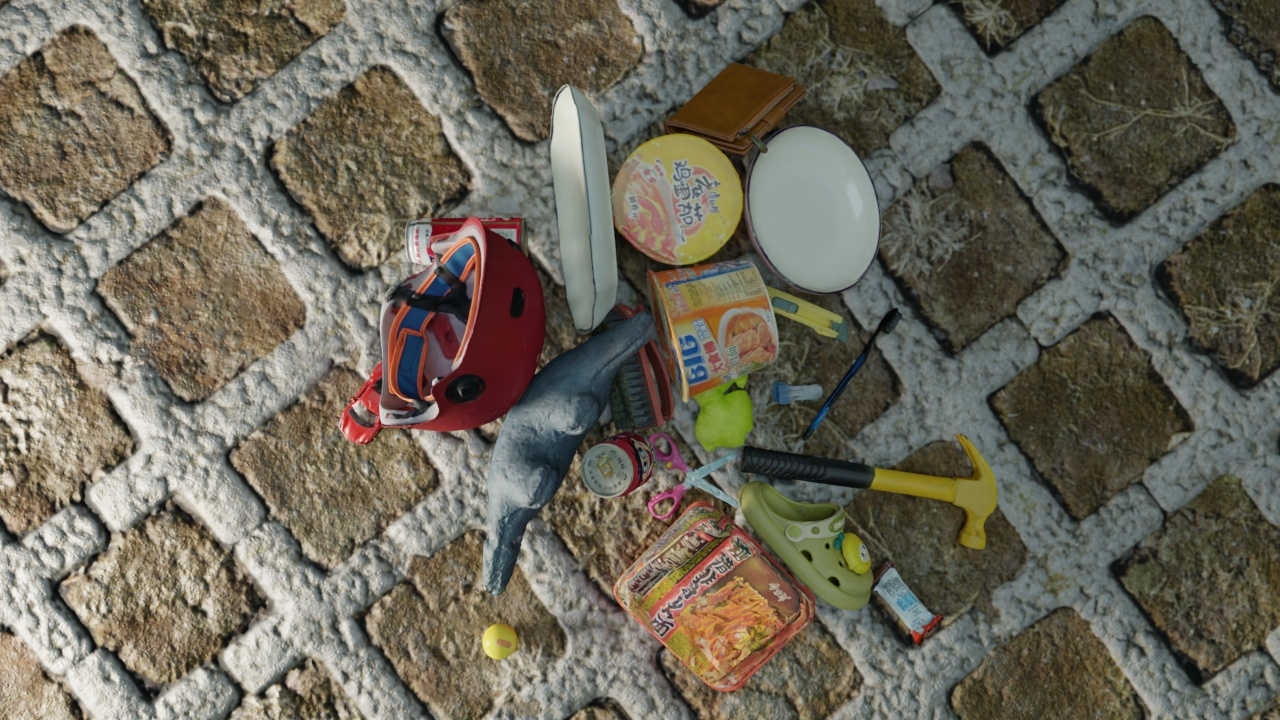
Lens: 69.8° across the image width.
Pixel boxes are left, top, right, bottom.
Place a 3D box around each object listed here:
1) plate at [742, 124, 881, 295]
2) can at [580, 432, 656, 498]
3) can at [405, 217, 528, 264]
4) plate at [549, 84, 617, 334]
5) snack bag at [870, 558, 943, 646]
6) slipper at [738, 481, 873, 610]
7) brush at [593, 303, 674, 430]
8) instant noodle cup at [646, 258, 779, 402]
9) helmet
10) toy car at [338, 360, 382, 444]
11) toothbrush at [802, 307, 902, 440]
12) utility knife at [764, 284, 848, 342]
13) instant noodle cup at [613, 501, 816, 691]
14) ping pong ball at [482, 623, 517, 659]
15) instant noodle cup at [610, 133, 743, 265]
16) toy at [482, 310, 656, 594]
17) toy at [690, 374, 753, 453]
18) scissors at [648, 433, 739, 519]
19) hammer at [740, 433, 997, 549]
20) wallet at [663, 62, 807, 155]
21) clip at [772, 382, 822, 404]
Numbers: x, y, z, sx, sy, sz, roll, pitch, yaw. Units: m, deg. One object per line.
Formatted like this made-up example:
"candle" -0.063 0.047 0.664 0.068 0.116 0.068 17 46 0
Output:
"plate" 0.187 -0.165 1.028 0.192 0.039 0.192 4 83 -29
"can" -0.024 0.117 1.027 0.066 0.093 0.066 1 92 16
"can" -0.197 -0.136 1.045 0.133 0.053 0.053 -1 91 -1
"plate" -0.060 -0.162 0.998 0.034 0.162 0.265 -6 90 -16
"snack bag" 0.310 0.284 1.076 0.104 0.026 0.048 45 84 -1
"slipper" 0.197 0.197 1.035 0.190 0.091 0.082 42 115 3
"brush" -0.006 0.006 1.052 0.069 0.063 0.146 -14 90 -31
"instant noodle cup" 0.080 -0.041 1.006 0.111 0.151 0.151 -15 92 -4
"helmet" -0.173 -0.029 0.979 0.143 0.206 0.241 19 134 -36
"toy car" -0.307 0.049 1.061 0.049 0.031 0.106 37 93 -1
"toothbrush" 0.248 0.018 1.075 0.016 0.014 0.189 34 92 -25
"utility knife" 0.157 -0.068 1.074 0.190 0.020 0.031 21 87 3
"instant noodle cup" 0.086 0.260 1.036 0.189 0.079 0.165 44 105 0
"ping pong ball" -0.163 0.326 1.065 0.040 0.040 0.040 0 91 -1
"instant noodle cup" 0.038 -0.172 1.019 0.138 0.110 0.138 0 92 -1
"toy" -0.100 0.087 1.012 0.091 0.138 0.356 24 99 -35
"toy" 0.095 0.054 1.065 0.097 0.031 0.100 -40 89 2
"scissors" 0.054 0.140 1.056 0.133 0.017 0.130 31 102 22
"hammer" 0.267 0.136 1.069 0.301 0.033 0.129 8 91 -1
"wallet" 0.110 -0.277 1.005 0.119 0.035 0.130 27 58 29
"clip" 0.185 0.038 1.072 0.058 0.043 0.027 0 89 -8
